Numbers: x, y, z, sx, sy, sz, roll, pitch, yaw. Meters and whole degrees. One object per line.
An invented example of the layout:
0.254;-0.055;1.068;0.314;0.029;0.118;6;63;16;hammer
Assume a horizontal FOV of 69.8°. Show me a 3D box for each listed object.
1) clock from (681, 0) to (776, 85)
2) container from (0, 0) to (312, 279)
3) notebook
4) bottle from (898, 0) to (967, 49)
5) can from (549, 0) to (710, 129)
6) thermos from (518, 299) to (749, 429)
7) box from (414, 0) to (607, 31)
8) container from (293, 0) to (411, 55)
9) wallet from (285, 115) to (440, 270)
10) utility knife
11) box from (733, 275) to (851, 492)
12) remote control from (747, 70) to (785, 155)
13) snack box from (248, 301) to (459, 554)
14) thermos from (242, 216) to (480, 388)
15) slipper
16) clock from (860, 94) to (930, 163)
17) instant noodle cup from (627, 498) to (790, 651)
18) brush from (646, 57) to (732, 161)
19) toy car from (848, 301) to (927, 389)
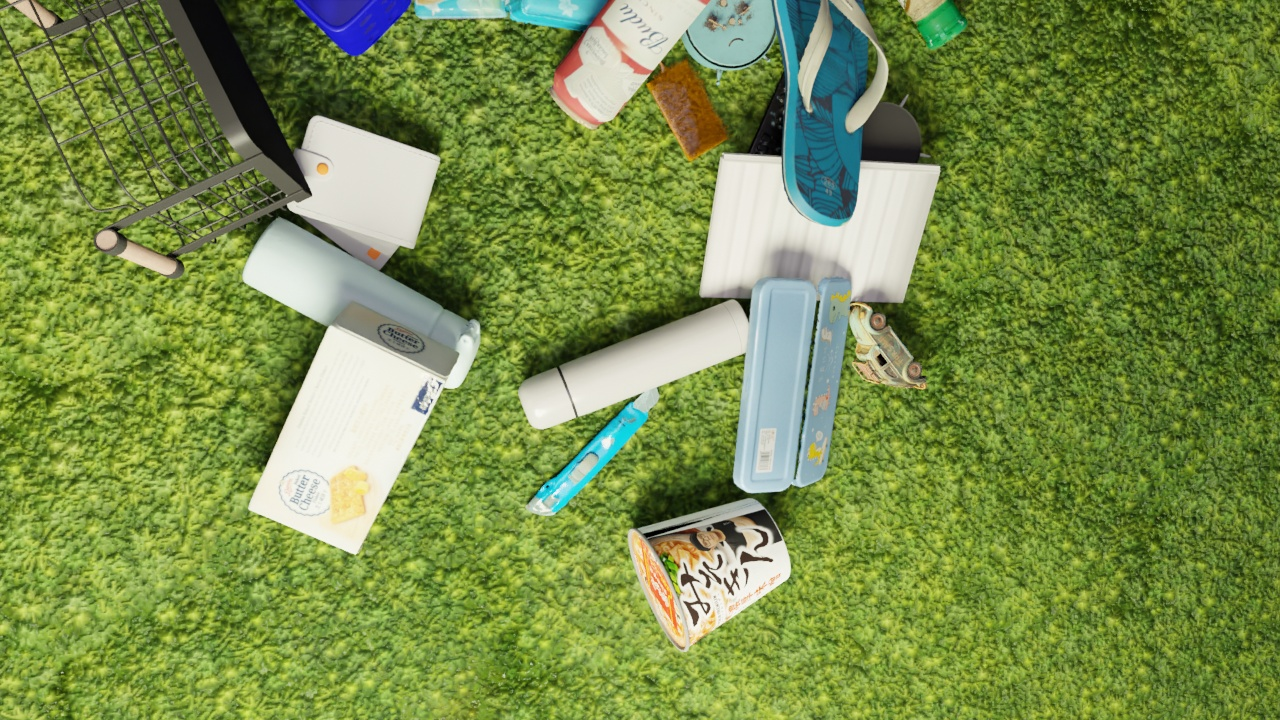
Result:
0.071;-0.321;0.833;0.090;0.053;0.124;-26;102;-6;clock
-0.374;-0.203;0.696;0.130;0.163;0.241;-27;87;-5;container
0.168;-0.122;0.873;0.209;0.009;0.143;1;121;-10;notebook
0.262;-0.350;0.868;0.043;0.043;0.111;-40;102;-3;bottle
-0.007;-0.282;0.791;0.067;0.067;0.170;39;115;-13;can
-0.005;0.005;0.866;0.224;0.052;0.052;-21;101;-6;thermos
-0.106;-0.408;0.786;0.182;0.071;0.227;0;98;-11;box
-0.242;-0.311;0.748;0.085;0.113;0.084;-45;103;-2;container
-0.251;-0.143;0.812;0.118;0.037;0.115;17;95;-15;wallet
-0.042;0.089;0.892;0.031;0.015;0.174;44;88;-17;utility knife
0.152;0.023;0.878;0.127;0.034;0.209;-2;104;-33;box
0.134;-0.217;0.876;0.047;0.022;0.150;24;92;-12;remote control
-0.249;0.062;0.796;0.104;0.057;0.208;27;113;-11;snack box
-0.240;-0.046;0.812;0.207;0.065;0.078;30;126;-13;thermos
0.172;-0.261;0.808;0.118;0.060;0.294;13;73;-36;slipper
0.213;-0.199;0.880;0.120;0.042;0.091;-25;101;-6;clock
0.069;0.195;0.880;0.121;0.124;0.123;-21;101;-16;instant noodle cup
0.034;-0.252;0.854;0.048;0.017;0.126;-32;102;-4;brush
0.236;-0.005;0.909;0.047;0.047;0.112;-41;102;-7;toy car
